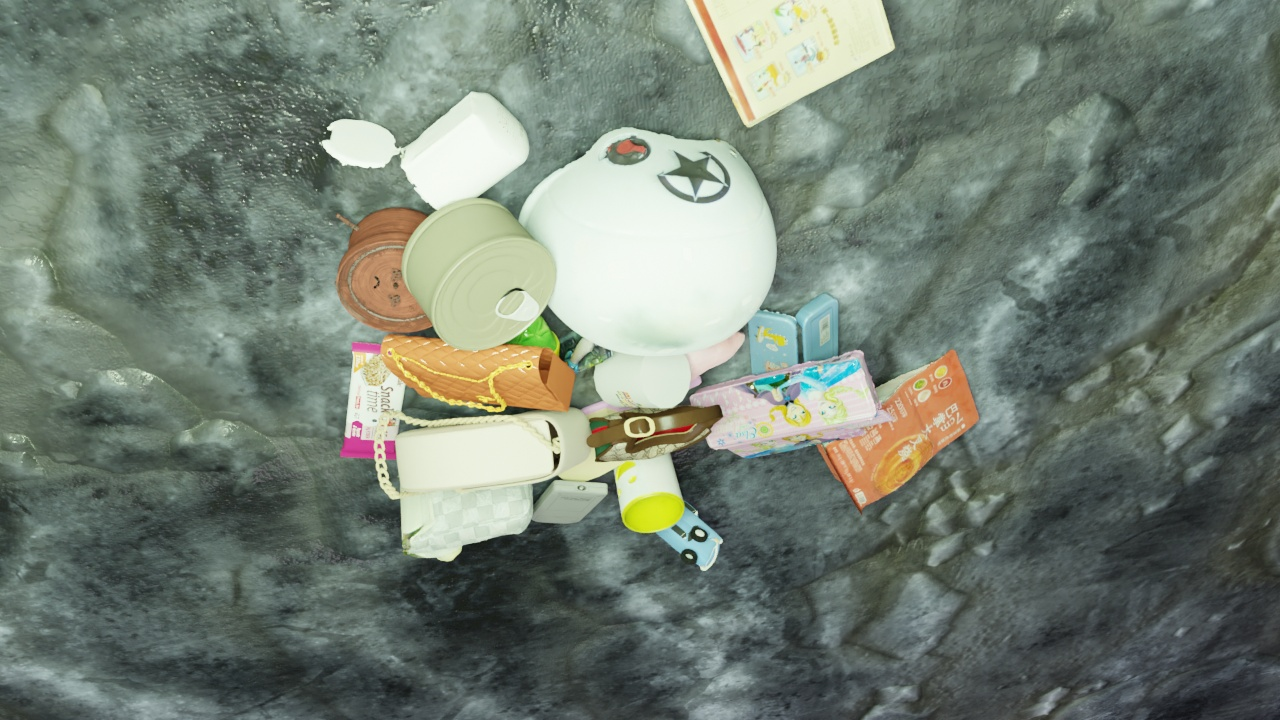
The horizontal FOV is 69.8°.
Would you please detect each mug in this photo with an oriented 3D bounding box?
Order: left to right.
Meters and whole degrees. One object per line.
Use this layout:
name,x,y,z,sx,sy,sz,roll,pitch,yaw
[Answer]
mug,-0.006,0.006,1.066,0.090,0.073,0.105,-2,128,52
mug,0.008,0.163,1.220,0.082,0.106,0.083,-7,134,-7

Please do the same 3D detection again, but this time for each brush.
brush,-0.021,0.082,1.179,0.229,0.043,0.089,-30,133,16

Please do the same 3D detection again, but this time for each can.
can,-0.153,-0.081,0.867,0.127,0.073,0.128,-27,144,-22

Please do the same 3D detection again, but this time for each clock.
clock,-0.231,-0.094,0.937,0.157,0.072,0.121,4,133,-16

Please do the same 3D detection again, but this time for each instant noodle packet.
instant noodle packet,0.359,0.094,1.268,0.221,0.084,0.164,-31,128,5

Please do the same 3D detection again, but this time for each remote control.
remote control,-0.101,0.193,1.254,0.074,0.019,0.151,7,153,-19

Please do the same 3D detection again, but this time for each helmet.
helmet,0.012,-0.095,0.930,0.264,0.163,0.237,-1,133,-11

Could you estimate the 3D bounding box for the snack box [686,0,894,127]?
snack box,0.119,-0.329,0.801,0.153,0.055,0.207,-25,134,12

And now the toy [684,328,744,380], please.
toy,0.069,-0.013,1.102,0.102,0.050,0.093,14,126,-29

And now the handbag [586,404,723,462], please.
handbag,0.018,0.077,1.071,0.166,0.063,0.139,-2,163,-41

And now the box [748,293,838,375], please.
box,0.198,0.012,1.159,0.120,0.049,0.210,-14,134,-2

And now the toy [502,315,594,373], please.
toy,-0.125,-0.009,1.024,0.124,0.096,0.132,29,112,10

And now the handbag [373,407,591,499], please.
handbag,-0.172,0.095,1.058,0.209,0.103,0.210,-8,179,10

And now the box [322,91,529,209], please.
box,-0.194,-0.201,0.840,0.137,0.083,0.143,-34,137,21

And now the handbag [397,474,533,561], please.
handbag,-0.222,0.194,1.198,0.171,0.112,0.123,-12,145,-2

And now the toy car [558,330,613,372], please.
toy car,-0.074,-0.010,1.063,0.106,0.048,0.033,-23,180,38

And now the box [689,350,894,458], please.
box,0.192,0.076,1.150,0.231,0.066,0.159,-15,129,31

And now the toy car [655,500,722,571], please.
toy car,0.051,0.226,1.280,0.054,0.153,0.056,-22,140,-48

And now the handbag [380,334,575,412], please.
handbag,-0.168,0.015,0.948,0.172,0.060,0.109,5,160,16

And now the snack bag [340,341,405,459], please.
snack bag,-0.318,0.054,1.101,0.070,0.016,0.197,5,132,-19
